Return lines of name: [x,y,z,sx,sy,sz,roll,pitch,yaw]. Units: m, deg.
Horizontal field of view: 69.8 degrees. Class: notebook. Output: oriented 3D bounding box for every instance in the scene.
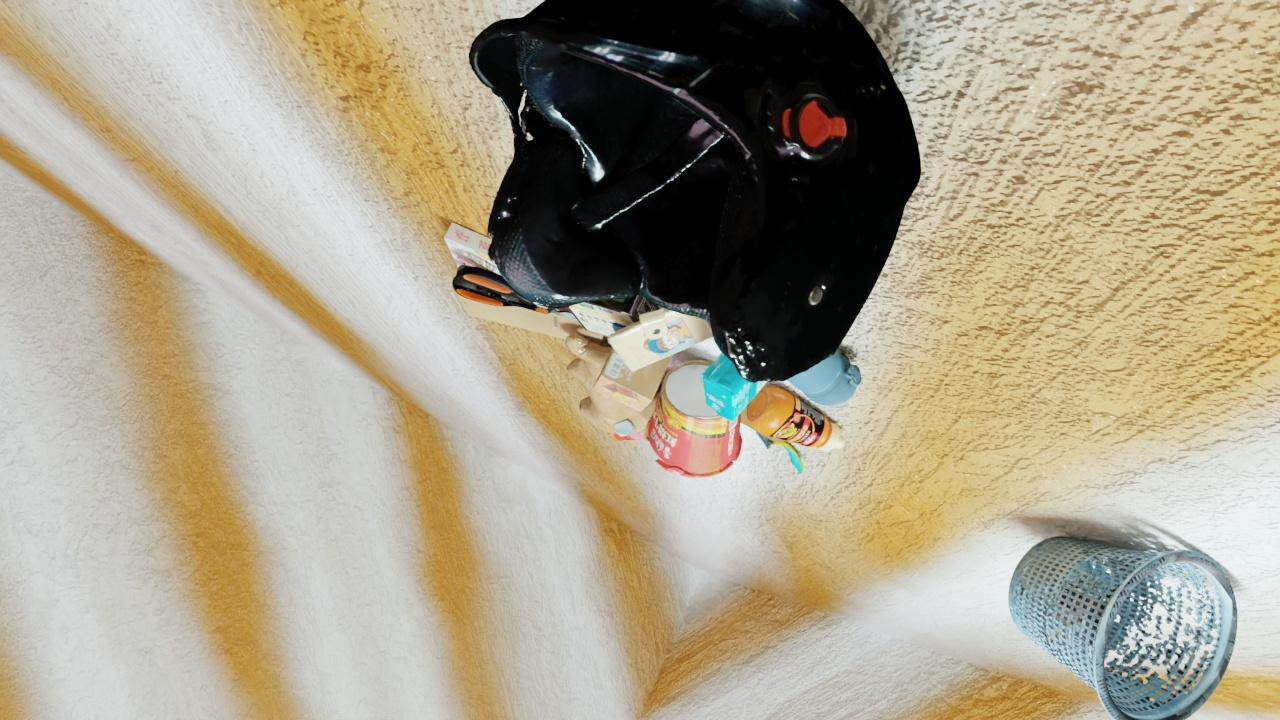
notebook: [-0.155,-0.066,1.336,0.207,0.008,0.148,14,164,0]

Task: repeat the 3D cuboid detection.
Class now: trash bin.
trash bin: [0.597,0.323,1.179,0.226,0.226,0.195,32,176,-22]

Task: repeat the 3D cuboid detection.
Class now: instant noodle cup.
instant noodle cup: [0.080,0.074,1.252,0.138,0.137,0.109,22,137,14]

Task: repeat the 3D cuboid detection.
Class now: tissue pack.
tissue pack: [0.117,0.012,1.078,0.050,0.093,0.133,38,168,16]

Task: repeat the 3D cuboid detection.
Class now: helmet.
helmet: [0.035,-0.121,0.534,0.234,0.229,0.275,19,157,46]

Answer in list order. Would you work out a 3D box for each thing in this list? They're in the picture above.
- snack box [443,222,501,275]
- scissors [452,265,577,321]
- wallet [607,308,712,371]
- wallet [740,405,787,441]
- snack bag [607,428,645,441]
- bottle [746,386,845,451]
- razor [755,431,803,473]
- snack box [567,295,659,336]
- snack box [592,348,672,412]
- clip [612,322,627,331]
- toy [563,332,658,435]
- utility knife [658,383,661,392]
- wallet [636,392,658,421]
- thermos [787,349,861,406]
snack box: [-0.212,-0.130,1.256,0.085,0.026,0.157,23,165,7]
scissors: [-0.151,-0.078,1.261,0.233,0.021,0.161,28,157,-37]
wallet: [0.025,-0.033,1.096,0.115,0.024,0.087,-22,146,12]
wallet: [0.173,0.081,1.338,0.131,0.031,0.108,30,166,-19]
snack bag: [0.024,0.108,1.606,0.128,0.073,0.208,31,159,-34]
bottle: [0.216,0.086,1.239,0.149,0.066,0.067,24,166,-23]
razor: [0.230,0.146,1.459,0.132,0.028,0.043,42,-173,-40]
snack box: [-0.039,-0.066,1.144,0.113,0.053,0.126,17,161,26]
snack box: [-0.007,0.007,1.259,0.077,0.092,0.094,26,164,-3]
clip: [-0.020,-0.028,1.122,0.024,0.026,0.056,14,157,17]
toy: [-0.044,0.028,1.399,0.143,0.082,0.226,-3,137,12]
utility knife: [-0.012,0.024,1.463,0.203,0.018,0.034,30,165,-11]
wallet: [0.058,0.071,1.394,0.101,0.020,0.115,-26,147,13]
thermos: [0.155,-0.023,0.969,0.220,0.070,0.070,36,161,-36]
